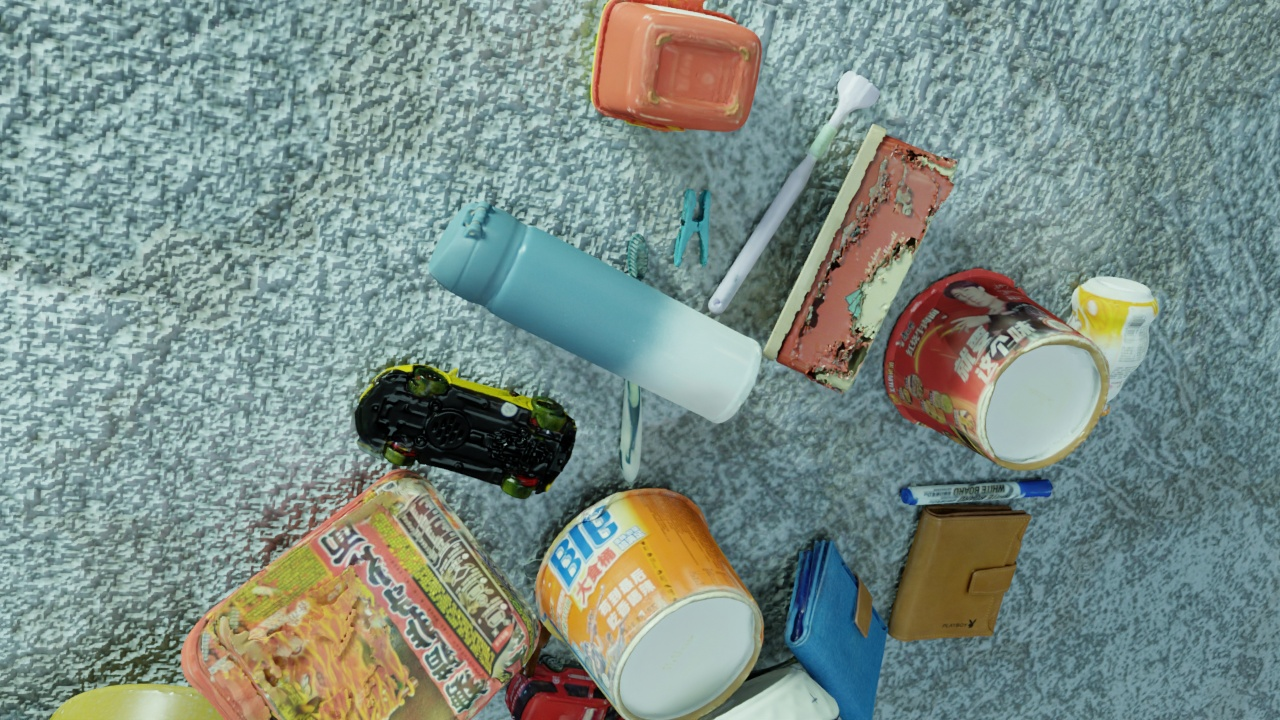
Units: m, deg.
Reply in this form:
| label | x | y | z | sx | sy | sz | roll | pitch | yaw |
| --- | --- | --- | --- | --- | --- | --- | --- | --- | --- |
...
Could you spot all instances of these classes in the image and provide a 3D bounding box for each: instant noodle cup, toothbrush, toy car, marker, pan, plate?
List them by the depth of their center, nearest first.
| label | x | y | z | sx | sy | sz | roll | pitch | yaw |
| --- | --- | --- | --- | --- | --- | --- | --- | --- | --- |
| pan | -0.381 | 0.272 | 0.593 | 0.357 | 0.078 | 0.198 | 18 | 131 | -15 |
| instant noodle cup | -0.181 | 0.187 | 0.609 | 0.188 | 0.079 | 0.164 | -39 | 96 | -33 |
| toy car | -0.116 | 0.045 | 0.628 | 0.155 | 0.041 | 0.071 | 17 | 106 | -24 |
| toothbrush | 0.101 | -0.113 | 0.641 | 0.029 | 0.021 | 0.189 | 36 | 103 | 12 |
| toothbrush | -0.004 | 0.004 | 0.658 | 0.016 | 0.018 | 0.192 | -4 | 112 | -15 |
| instant noodle cup | 0.012 | 0.185 | 0.674 | 0.151 | 0.111 | 0.151 | -13 | 120 | -23 |
| instant noodle cup | 0.271 | 0.010 | 0.694 | 0.137 | 0.108 | 0.138 | -6 | 113 | -14 |
| plate | 0.051 | 0.294 | 0.705 | 0.205 | 0.205 | 0.045 | -26 | 75 | -5 |
| toy car | -0.049 | 0.279 | 0.747 | 0.120 | 0.045 | 0.053 | 15 | 108 | -24 |
| marker | 0.292 | 0.114 | 0.796 | 0.145 | 0.017 | 0.017 | 0 | 112 | -17 |
| toothbrush | 0.070 | 0.283 | 0.802 | 0.185 | 0.017 | 0.012 | -20 | 132 | -6 |

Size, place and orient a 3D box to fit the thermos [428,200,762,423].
| label | x | y | z | sx | sy | sz | roll | pitch | yaw |
| --- | --- | --- | --- | --- | --- | --- | --- | --- | --- |
| thermos | -0.028 | -0.031 | 0.599 | 0.220 | 0.070 | 0.070 | 26 | 103 | -15 |

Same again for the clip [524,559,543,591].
| label | x | y | z | sx | sy | sz | roll | pitch | yaw |
| --- | --- | --- | --- | --- | --- | --- | --- | --- | --- |
| clip | -0.061 | 0.162 | 0.711 | 0.056 | 0.028 | 0.024 | -11 | 117 | -23 |

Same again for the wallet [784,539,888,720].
| label | x | y | z | sx | sy | sz | roll | pitch | yaw |
| --- | --- | --- | --- | --- | --- | --- | --- | --- | --- |
| wallet | 0.167 | 0.230 | 0.767 | 0.040 | 0.106 | 0.133 | -12 | 126 | 34 |

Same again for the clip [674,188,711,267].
| label | x | y | z | sx | sy | sz | roll | pitch | yaw |
| --- | --- | --- | --- | --- | --- | --- | --- | --- | --- |
| clip | 0.037 | -0.091 | 0.633 | 0.041 | 0.014 | 0.056 | -3 | 112 | -16 |

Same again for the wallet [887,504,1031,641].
| label | x | y | z | sx | sy | sz | roll | pitch | yaw |
| --- | --- | --- | --- | --- | --- | --- | --- | --- | --- |
| wallet | 0.283 | 0.190 | 0.819 | 0.107 | 0.031 | 0.132 | 3 | 112 | -16 |

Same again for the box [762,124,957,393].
| label | x | y | z | sx | sy | sz | roll | pitch | yaw |
| --- | --- | --- | --- | --- | --- | --- | --- | --- | --- |
| box | 0.154 | -0.065 | 0.624 | 0.078 | 0.091 | 0.168 | 25 | 105 | 7 |

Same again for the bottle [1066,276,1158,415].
| label | x | y | z | sx | sy | sz | roll | pitch | yaw |
| --- | --- | --- | --- | --- | --- | --- | --- | --- | --- |
| bottle | 0.373 | -0.010 | 0.741 | 0.063 | 0.063 | 0.108 | -3 | 112 | -16 |

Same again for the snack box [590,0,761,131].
| label | x | y | z | sx | sy | sz | roll | pitch | yaw |
| --- | --- | --- | --- | --- | --- | --- | --- | --- | --- |
| snack box | 0.023 | -0.178 | 0.554 | 0.091 | 0.080 | 0.082 | 3 | 111 | -18 |

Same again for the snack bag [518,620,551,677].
| label | x | y | z | sx | sy | sz | roll | pitch | yaw |
| --- | --- | --- | --- | --- | --- | --- | --- | --- | --- |
| snack bag | -0.114 | 0.204 | 0.703 | 0.105 | 0.026 | 0.045 | 36 | 60 | -25 |
